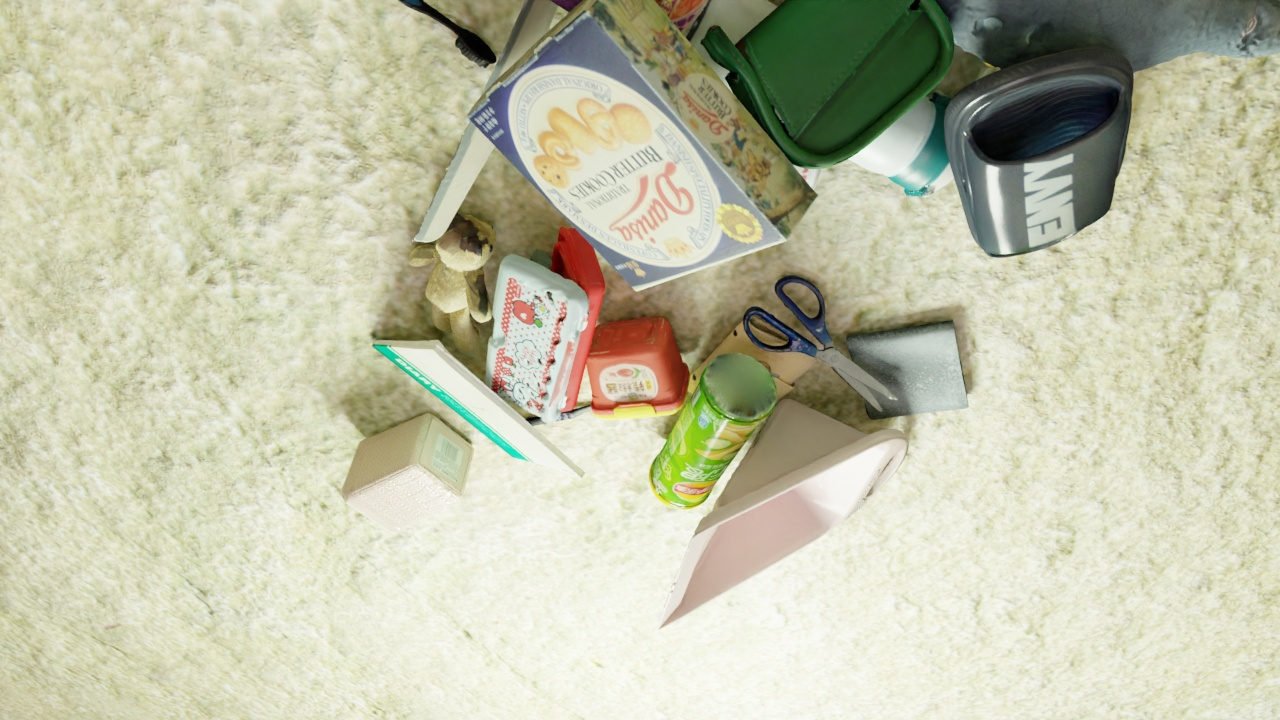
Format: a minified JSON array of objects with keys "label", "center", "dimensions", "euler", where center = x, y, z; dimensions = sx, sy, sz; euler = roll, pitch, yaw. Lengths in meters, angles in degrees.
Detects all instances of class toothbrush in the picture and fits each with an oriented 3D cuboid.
[{"label":"toothbrush","center":[-0.183,-0.269,0.650],"dimensions":[0.189,0.014,0.016],"euler":[33,156,-22]},{"label":"toothbrush","center":[-0.092,0.062,0.983],"dimensions":[0.189,0.016,0.014],"euler":[-14,132,25]}]

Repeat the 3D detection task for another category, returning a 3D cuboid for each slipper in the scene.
[{"label":"slipper","center":[0.273,-0.111,0.613],"dimensions":[0.111,0.083,0.268],"euler":[-17,160,17]}]

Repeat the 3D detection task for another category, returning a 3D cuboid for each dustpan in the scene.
[{"label":"dustpan","center":[0.150,0.159,0.903],"dimensions":[0.139,0.272,0.223],"euler":[29,146,13]}]

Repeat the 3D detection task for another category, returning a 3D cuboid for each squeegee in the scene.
[{"label":"squeegee","center":[-0.016,-0.155,0.724],"dimensions":[0.246,0.039,0.247],"euler":[22,119,-21]}]

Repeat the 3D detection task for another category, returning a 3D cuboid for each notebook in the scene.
[{"label":"notebook","center":[-0.163,0.047,0.925],"dimensions":[0.209,0.012,0.151],"euler":[45,157,-29]}]

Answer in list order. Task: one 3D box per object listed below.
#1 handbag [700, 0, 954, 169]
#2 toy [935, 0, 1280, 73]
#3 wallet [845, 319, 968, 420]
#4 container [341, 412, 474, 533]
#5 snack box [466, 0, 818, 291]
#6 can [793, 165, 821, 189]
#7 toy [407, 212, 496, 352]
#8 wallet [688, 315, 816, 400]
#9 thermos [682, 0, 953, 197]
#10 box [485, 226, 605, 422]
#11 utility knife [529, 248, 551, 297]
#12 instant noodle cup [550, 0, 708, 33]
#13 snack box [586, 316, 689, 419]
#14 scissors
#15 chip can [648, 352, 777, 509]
[{"label":"handbag","center":[0.118,-0.192,0.572],"dimensions":[0.131,0.068,0.120],"euler":[-39,103,6]},{"label":"toy","center":[0.259,-0.241,0.558],"dimensions":[0.356,0.091,0.138],"euler":[21,108,-14]},{"label":"wallet","center":[0.254,0.012,0.869],"dimensions":[0.097,0.019,0.121],"euler":[-8,136,21]},{"label":"container","center":[-0.255,0.124,1.024],"dimensions":[0.111,0.089,0.090],"euler":[-25,127,28]},{"label":"snack box","center":[-0.006,-0.136,0.602],"dimensions":[0.182,0.045,0.178],"euler":[45,154,-19]},{"label":"can","center":[0.065,-0.153,0.681],"dimensions":[0.132,0.053,0.053],"euler":[1,138,-12]},{"label":"toy","center":[-0.162,-0.068,0.830],"dimensions":[0.105,0.066,0.158],"euler":[47,146,22]},{"label":"wallet","center":[0.108,0.010,0.888],"dimensions":[0.087,0.024,0.115],"euler":[28,134,-13]},{"label":"thermos","center":[0.132,-0.190,0.642],"dimensions":[0.224,0.073,0.073],"euler":[24,135,-16]},{"label":"box","center":[-0.093,-0.021,0.810],"dimensions":[0.091,0.094,0.202],"euler":[-8,147,-19]},{"label":"utility knife","center":[-0.113,-0.051,0.869],"dimensions":[0.029,0.013,0.162],"euler":[24,138,-11]},{"label":"instant noodle cup","center":[-0.011,-0.254,0.574],"dimensions":[0.099,0.111,0.112],"euler":[30,134,-33]},{"label":"snack box","center":[-0.005,0.005,0.866],"dimensions":[0.091,0.081,0.080],"euler":[-6,121,15]},{"label":"scissors","center":[0.162,-0.002,0.840],"dimensions":[0.128,0.012,0.173],"euler":[-18,115,9]},{"label":"chip can","center":[0.067,0.074,0.898],"dimensions":[0.072,0.072,0.222],"euler":[14,147,-6]}]
